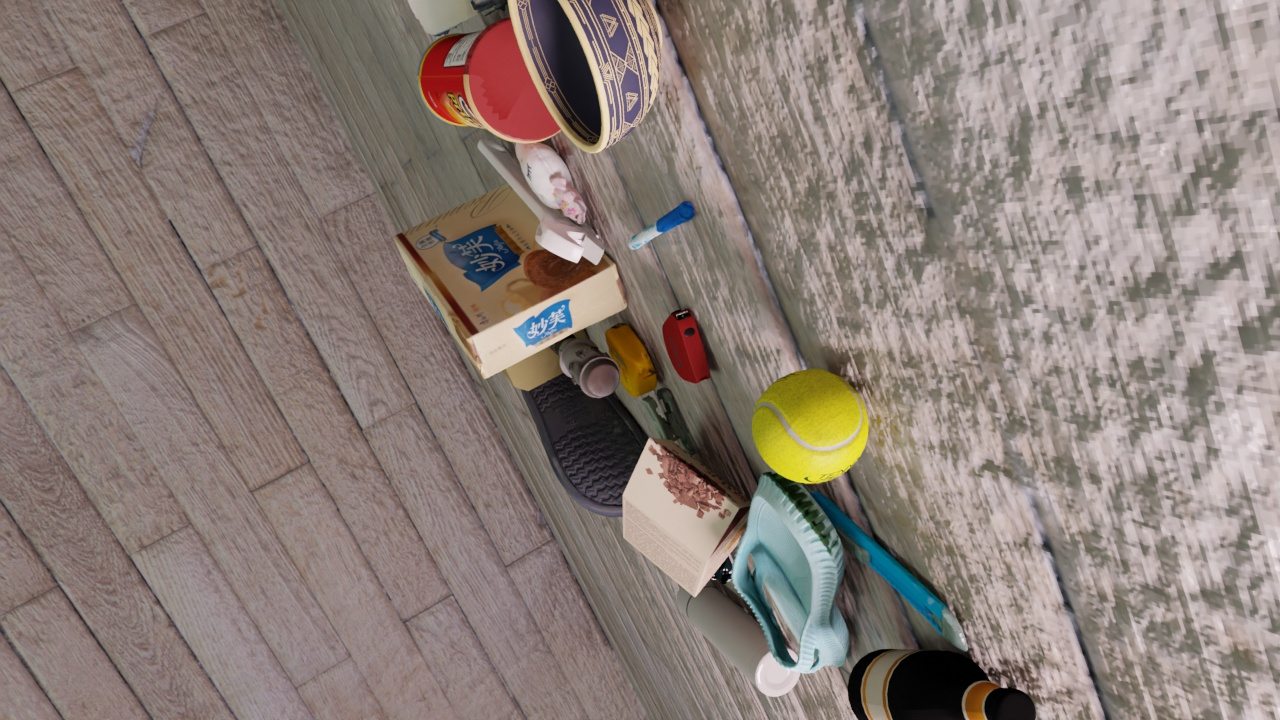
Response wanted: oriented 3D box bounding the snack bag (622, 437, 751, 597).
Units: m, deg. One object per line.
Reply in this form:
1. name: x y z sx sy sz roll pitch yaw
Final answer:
1. snack bag: 0.042 0.138 0.844 0.094 0.069 0.207 37 158 16

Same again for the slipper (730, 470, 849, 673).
1. slipper: 0.111 0.177 0.718 0.116 0.069 0.276 56 170 34

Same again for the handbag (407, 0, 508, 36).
1. handbag: -0.155 -0.327 0.688 0.176 0.074 0.151 32 147 61

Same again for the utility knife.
1. utility knife: 0.146 0.122 0.628 0.207 0.015 0.031 45 154 51

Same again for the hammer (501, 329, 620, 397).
1. hammer: -0.096 -0.032 0.963 0.325 0.100 0.190 39 153 60

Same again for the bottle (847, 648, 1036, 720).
1. bottle: 0.185 0.209 0.564 0.059 0.059 0.182 58 165 11

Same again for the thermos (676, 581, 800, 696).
1. thermos: 0.102 0.303 1.031 0.052 0.052 0.224 65 165 -15

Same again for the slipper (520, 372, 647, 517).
1. slipper: -0.067 0.091 1.109 0.268 0.110 0.083 55 168 34

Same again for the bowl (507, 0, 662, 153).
1. bowl: -0.023 -0.185 0.531 0.112 0.061 0.113 55 164 23

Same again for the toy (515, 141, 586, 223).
1. toy: -0.084 -0.168 0.817 0.125 0.037 0.076 60 170 23

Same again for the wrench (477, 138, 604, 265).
1. wrench: -0.106 -0.161 0.886 0.018 0.066 0.273 -62 39 20

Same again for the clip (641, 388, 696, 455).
1. clip: 0.028 0.065 0.891 0.076 0.043 0.023 65 167 -17

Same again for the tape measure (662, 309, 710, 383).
1. tape measure: 0.036 -0.014 0.737 0.051 0.019 0.059 -157 48 -71

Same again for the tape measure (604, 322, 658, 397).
1. tape measure: -0.005 0.005 0.885 0.068 0.030 0.059 54 164 43

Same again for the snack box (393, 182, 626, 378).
1. snack box: -0.131 -0.088 0.892 0.207 0.153 0.055 47 159 43

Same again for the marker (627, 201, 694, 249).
1. marker: 0.012 -0.097 0.675 0.013 0.013 0.142 63 166 -5

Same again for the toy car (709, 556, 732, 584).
1. toy car: 0.065 0.184 0.972 0.112 0.034 0.046 55 164 26

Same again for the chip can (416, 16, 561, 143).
1. chip can: -0.121 -0.226 0.740 0.213 0.087 0.087 35 150 62

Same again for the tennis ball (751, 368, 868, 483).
1. tennis ball: 0.098 0.038 0.528 0.065 0.065 0.065 55 164 23
